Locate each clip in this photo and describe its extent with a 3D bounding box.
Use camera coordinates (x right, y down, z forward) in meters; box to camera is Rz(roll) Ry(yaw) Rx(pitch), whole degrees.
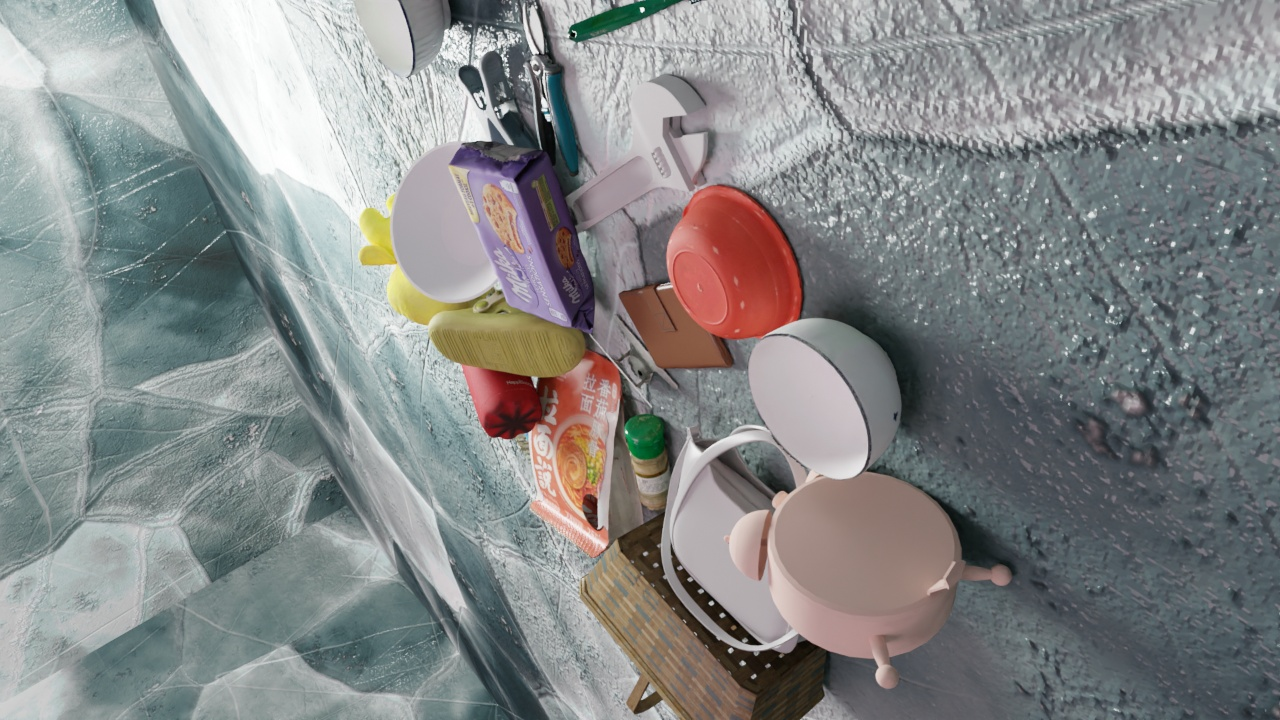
[{"bbox_3d":[-0.004,0.004,0.915,0.102,0.053,0.058,50,118,20],"label":"clip"},{"bbox_3d":[-0.138,-0.219,0.910,0.106,0.027,0.163,13,128,55],"label":"clip"}]

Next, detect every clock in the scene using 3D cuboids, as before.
[{"bbox_3d":[0.153,0.132,0.643,0.160,0.130,0.086,30,142,46],"label":"clock"}]

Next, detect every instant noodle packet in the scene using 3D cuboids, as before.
[{"bbox_3d":[-0.062,0.090,1.057,0.164,0.083,0.221,25,119,53],"label":"instant noodle packet"}]

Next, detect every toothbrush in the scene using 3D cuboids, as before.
[{"bbox_3d":[-0.004,-0.248,0.653,0.190,0.017,0.016,12,128,56],"label":"toothbrush"}]

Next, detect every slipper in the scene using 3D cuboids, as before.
[{"bbox_3d":[-0.144,-0.035,1.028,0.191,0.081,0.092,2,136,21],"label":"slipper"}]

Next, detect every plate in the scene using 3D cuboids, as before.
[{"bbox_3d":[-0.194,-0.150,1.008,0.174,0.036,0.174,1,91,26],"label":"plate"}]

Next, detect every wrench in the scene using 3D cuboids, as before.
[{"bbox_3d":[-0.018,-0.161,0.772,0.087,0.018,0.274,63,155,-8],"label":"wrench"}]

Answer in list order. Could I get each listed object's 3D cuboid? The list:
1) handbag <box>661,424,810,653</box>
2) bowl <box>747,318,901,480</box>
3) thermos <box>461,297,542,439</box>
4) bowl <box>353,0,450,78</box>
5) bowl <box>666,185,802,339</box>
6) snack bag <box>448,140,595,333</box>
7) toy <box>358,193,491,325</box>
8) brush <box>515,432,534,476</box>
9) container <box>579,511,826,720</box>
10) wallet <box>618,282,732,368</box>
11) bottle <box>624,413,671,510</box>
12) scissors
[{"bbox_3d":[0.093,0.138,0.810,0.216,0.095,0.223,39,143,31],"label":"handbag"},{"bbox_3d":[0.135,0.020,0.636,0.113,0.063,0.114,42,149,32],"label":"bowl"},{"bbox_3d":[-0.187,-0.015,1.118,0.073,0.073,0.239,95,155,-50],"label":"thermos"},{"bbox_3d":[-0.227,-0.344,0.897,0.118,0.062,0.118,41,149,31],"label":"bowl"},{"bbox_3d":[0.061,-0.065,0.699,0.130,0.045,0.131,42,149,31],"label":"bowl"},{"bbox_3d":[-0.104,-0.118,0.882,0.096,0.058,0.206,19,144,34],"label":"snack bag"},{"bbox_3d":[-0.255,-0.120,1.096,0.207,0.133,0.092,44,157,24],"label":"toy"},{"bbox_3d":[-0.103,0.132,1.191,0.075,0.055,0.136,-14,107,41],"label":"brush"},{"bbox_3d":[0.059,0.290,0.955,0.250,0.157,0.187,44,139,29],"label":"container"},{"bbox_3d":[0.030,-0.030,0.827,0.121,0.013,0.087,-2,120,61],"label":"wallet"},{"bbox_3d":[0.011,0.110,0.976,0.043,0.043,0.111,33,145,42],"label":"bottle"},{"bbox_3d":[-0.079,-0.230,0.806,0.149,0.019,0.131,57,152,7],"label":"scissors"}]
